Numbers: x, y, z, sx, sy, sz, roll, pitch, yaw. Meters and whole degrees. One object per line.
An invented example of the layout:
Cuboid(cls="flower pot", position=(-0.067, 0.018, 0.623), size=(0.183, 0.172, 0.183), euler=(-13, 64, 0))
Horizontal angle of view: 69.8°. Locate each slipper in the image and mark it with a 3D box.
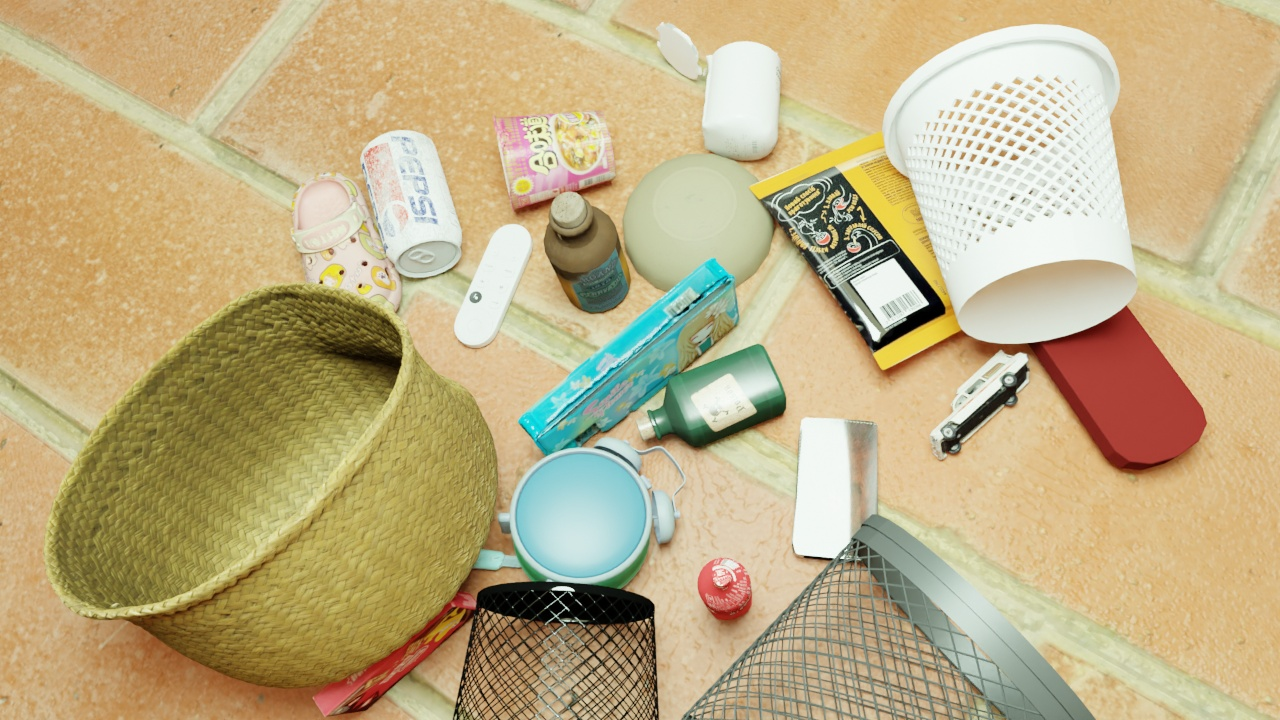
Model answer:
Cuboid(cls="slipper", position=(-0.312, -0.118, 0.925), size=(0.093, 0.081, 0.197), euler=(-26, 67, -1))

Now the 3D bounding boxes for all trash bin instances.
Cuboid(cls="trash bin", position=(-0.064, 0.289, 0.699), size=(0.184, 0.184, 0.209), euler=(-1, 65, 8))
Cuboid(cls="trash bin", position=(0.317, -0.133, 0.768), size=(0.195, 0.196, 0.199), euler=(-5, 63, 6))
Cuboid(cls="trash bin", position=(0.161, 0.268, 0.654), size=(0.227, 0.218, 0.218), euler=(-42, 70, -4))

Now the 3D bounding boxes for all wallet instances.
Cuboid(cls="wallet", position=(0.172, 0.113, 0.806), size=(0.072, 0.019, 0.123), euler=(3, 71, 9))

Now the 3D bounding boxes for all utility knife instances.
Cuboid(cls="utility knife", position=(-0.165, 0.178, 0.834), size=(0.126, 0.015, 0.022), euler=(4, 70, 6))

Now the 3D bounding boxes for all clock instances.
Cuboid(cls="clock", position=(-0.035, 0.133, 0.804), size=(0.161, 0.075, 0.122), euler=(-31, 68, -17))

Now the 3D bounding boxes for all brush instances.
Cuboid(cls="brush", position=(0.405, 0.012, 0.797), size=(0.082, 0.042, 0.173), euler=(-26, 69, -2))

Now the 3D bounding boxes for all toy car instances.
Cuboid(cls="toy car", position=(0.294, 0.037, 0.809), size=(0.113, 0.039, 0.039), euler=(-39, 49, -6))

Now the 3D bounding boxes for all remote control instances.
Cuboid(cls="remote control", position=(-0.147, -0.076, 0.921), size=(0.043, 0.013, 0.136), euler=(16, 74, 13))

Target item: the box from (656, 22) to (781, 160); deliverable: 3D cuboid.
Cuboid(cls="box", position=(0.073, -0.276, 0.929), size=(0.142, 0.083, 0.140), euler=(3, 69, 15))

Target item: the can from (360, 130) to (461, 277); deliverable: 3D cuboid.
Cuboid(cls="can", position=(-0.231, -0.159, 0.928), size=(0.078, 0.078, 0.136), euler=(-20, 69, 0))

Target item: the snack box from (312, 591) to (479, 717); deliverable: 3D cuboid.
Cuboid(cls="snack box", position=(-0.201, 0.245, 0.773), size=(0.133, 0.089, 0.021), euler=(-41, 74, -7))

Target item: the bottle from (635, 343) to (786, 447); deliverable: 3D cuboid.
Cuboid(cls="bottle", position=(0.060, 0.039, 0.825), size=(0.131, 0.061, 0.061), euler=(-21, 67, 0))

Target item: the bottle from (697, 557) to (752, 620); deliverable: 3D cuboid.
Cuboid(cls="bottle", position=(0.067, 0.181, 0.730), size=(0.042, 0.141, 0.041), euler=(-3, 70, 7))

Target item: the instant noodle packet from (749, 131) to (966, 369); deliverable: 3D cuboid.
Cuboid(cls="instant noodle packet", position=(0.228, -0.112, 0.863), size=(0.159, 0.032, 0.220), euler=(-25, 68, -17))

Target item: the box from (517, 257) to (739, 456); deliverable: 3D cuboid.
Cuboid(cls="box", position=(-0.004, 0.005, 0.829), size=(0.226, 0.094, 0.041), euler=(-40, 68, -7))

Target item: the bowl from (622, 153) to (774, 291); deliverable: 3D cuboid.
Cuboid(cls="bowl", position=(0.054, -0.141, 0.896), size=(0.152, 0.050, 0.152), euler=(-3, 70, 7))

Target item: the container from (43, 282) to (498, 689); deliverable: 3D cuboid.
Cuboid(cls="container", position=(-0.275, 0.106, 0.738), size=(0.307, 0.196, 0.306), euler=(-16, 44, 16))

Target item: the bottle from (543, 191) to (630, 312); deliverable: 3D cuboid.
Cuboid(cls="bottle", position=(-0.052, -0.103, 0.841), size=(0.068, 0.157, 0.067), euler=(-3, 70, 7))

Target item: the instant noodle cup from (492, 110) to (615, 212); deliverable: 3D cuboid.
Cuboid(cls="instant noodle cup", position=(-0.085, -0.207, 0.923), size=(0.108, 0.098, 0.097), euler=(-12, 69, -5))
